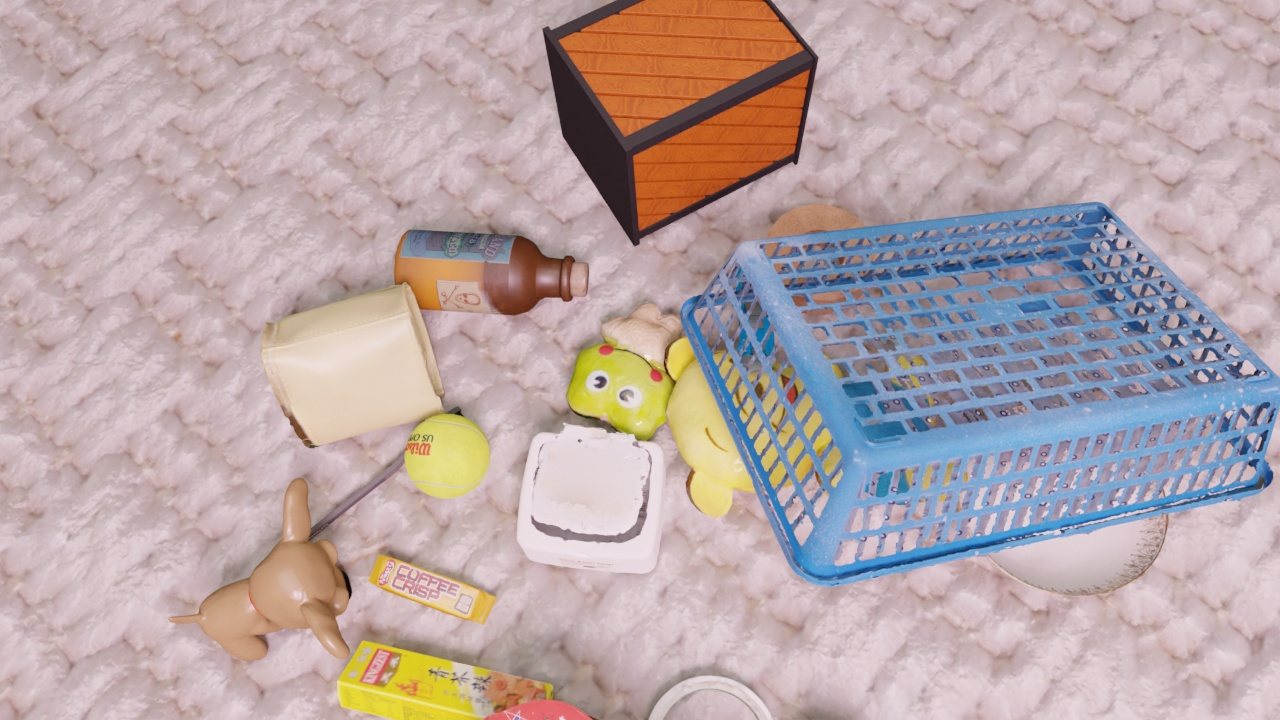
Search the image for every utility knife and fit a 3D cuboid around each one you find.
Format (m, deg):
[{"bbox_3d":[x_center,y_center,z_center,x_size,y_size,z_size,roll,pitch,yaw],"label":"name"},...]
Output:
[{"bbox_3d":[0.089,-0.045,0.741,0.031,0.015,0.174,3,36,-2],"label":"utility knife"}]

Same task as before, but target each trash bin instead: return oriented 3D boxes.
[{"bbox_3d":[0.033,-0.224,0.789,0.171,0.140,0.139,-28,68,-9],"label":"trash bin"}]

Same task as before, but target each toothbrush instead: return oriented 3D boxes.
[{"bbox_3d":[-0.209,0.094,0.735,0.167,0.013,0.013,-39,79,-13],"label":"toothbrush"}]

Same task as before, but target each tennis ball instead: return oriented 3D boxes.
[{"bbox_3d":[-0.149,0.074,0.711,0.065,0.065,0.065,-1,67,2],"label":"tennis ball"}]

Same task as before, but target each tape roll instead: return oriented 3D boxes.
[{"bbox_3d":[0.050,0.271,0.644,0.094,0.018,0.093,-1,67,3],"label":"tape roll"},{"bbox_3d":[0.152,-0.087,0.786,0.094,0.027,0.093,-1,67,2],"label":"tape roll"}]

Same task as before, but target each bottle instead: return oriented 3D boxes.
[{"bbox_3d":[-0.121,-0.072,0.772,0.157,0.068,0.067,4,67,4],"label":"bottle"}]

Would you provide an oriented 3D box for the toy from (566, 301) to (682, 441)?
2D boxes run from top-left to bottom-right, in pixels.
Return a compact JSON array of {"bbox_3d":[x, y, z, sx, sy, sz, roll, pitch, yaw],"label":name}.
[{"bbox_3d":[-0.004,0.004,0.747,0.092,0.043,0.117,25,69,14],"label":"toy"}]

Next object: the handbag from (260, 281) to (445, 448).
[{"bbox_3d":[-0.225,0.007,0.724,0.119,0.111,0.081,-16,30,-8],"label":"handbag"}]

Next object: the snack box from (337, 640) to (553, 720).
[{"bbox_3d":[-0.138,0.238,0.652,0.148,0.029,0.040,11,33,7],"label":"snack box"}]

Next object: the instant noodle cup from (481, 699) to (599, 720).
[{"bbox_3d":[-0.039,0.272,0.588,0.100,0.112,0.100,-8,66,19],"label":"instant noodle cup"}]

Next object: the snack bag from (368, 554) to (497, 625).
[{"bbox_3d":[-0.159,0.173,0.695,0.099,0.020,0.026,18,68,10],"label":"snack bag"}]

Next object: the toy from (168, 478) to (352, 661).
[{"bbox_3d":[-0.262,0.169,0.662,0.108,0.106,0.134,-27,67,9],"label":"toy"}]

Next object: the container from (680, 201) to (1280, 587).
[{"bbox_3d":[0.236,-0.005,0.638,0.361,0.089,0.256,-8,48,-15],"label":"container"}]

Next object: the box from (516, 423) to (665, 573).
[{"bbox_3d":[-0.035,0.097,0.682,0.107,0.095,0.102,6,68,3],"label":"box"}]

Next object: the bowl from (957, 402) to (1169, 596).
[{"bbox_3d":[0.298,0.107,0.676,0.145,0.063,0.145,-1,67,2],"label":"bowl"}]

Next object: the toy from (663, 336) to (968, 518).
[{"bbox_3d":[0.123,0.053,0.697,0.214,0.084,0.148,1,44,3],"label":"toy"}]
